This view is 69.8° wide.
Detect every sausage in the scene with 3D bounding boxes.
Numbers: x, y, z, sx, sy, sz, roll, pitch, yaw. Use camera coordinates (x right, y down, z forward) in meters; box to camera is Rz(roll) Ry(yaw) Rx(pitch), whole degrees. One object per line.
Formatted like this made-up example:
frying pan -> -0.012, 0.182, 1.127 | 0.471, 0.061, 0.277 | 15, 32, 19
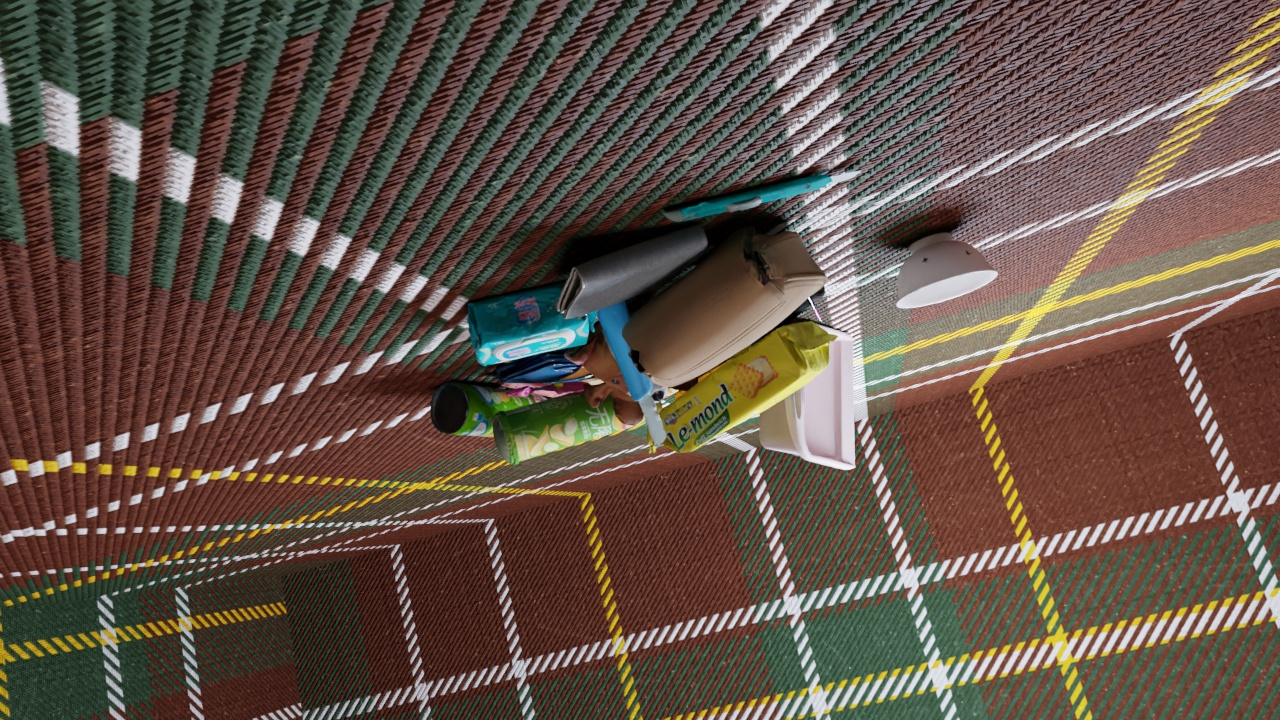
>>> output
sausage -> -0.145, 0.036, 1.257 | 0.020, 0.020, 0.155 | -22, 158, 31

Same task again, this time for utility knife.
utility knife -> 0.106, -0.142, 0.796 | 0.176, 0.013, 0.029 | -14, 169, -1
utility knife -> -0.007, 0.011, 1.001 | 0.034, 0.219, 0.018 | -26, -148, -11

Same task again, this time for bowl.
bowl -> 0.351, -0.112, 1.082 | 0.118, 0.064, 0.118 | -13, 168, -3

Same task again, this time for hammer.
hammer -> 0.150, -0.028, 1.226 | 0.128, 0.033, 0.302 | -41, 177, -34

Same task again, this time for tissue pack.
tissue pack -> -0.109, -0.037, 0.940 | 0.133, 0.050, 0.093 | -13, 167, -5

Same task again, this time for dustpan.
dustpan -> 0.281, 0.055, 1.388 | 0.273, 0.222, 0.139 | 3, 172, -32

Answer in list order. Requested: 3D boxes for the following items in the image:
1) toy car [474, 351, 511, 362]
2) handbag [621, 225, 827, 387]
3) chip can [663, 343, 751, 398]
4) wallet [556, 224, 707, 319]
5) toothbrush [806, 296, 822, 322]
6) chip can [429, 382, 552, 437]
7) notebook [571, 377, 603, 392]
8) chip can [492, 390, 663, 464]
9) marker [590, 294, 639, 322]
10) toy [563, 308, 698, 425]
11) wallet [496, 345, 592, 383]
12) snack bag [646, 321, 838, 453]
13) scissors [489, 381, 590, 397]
toy car -> -0.134, -0.021, 1.022 | 0.106, 0.031, 0.049 | -18, 166, 13
handbag -> 0.077, -0.055, 0.917 | 0.205, 0.099, 0.147 | -37, 168, 22
chip can -> 0.065, -0.009, 1.209 | 0.073, 0.073, 0.217 | -8, 167, -26
wallet -> -0.013, -0.085, 0.861 | 0.129, 0.037, 0.107 | -22, 172, -21
toothbrush -> 0.190, -0.084, 1.054 | 0.018, 0.014, 0.189 | -26, 151, 13
chip can -> -0.179, 0.075, 1.268 | 0.072, 0.072, 0.235 | -22, 161, 32
notebook -> -0.127, 0.055, 1.424 | 0.207, 0.008, 0.148 | -10, 167, -17
chip can -> -0.083, 0.074, 1.200 | 0.221, 0.072, 0.073 | -15, 169, -17
marker -> -0.051, -0.053, 1.013 | 0.022, 0.018, 0.131 | 28, 142, -35
toy -> -0.006, 0.006, 1.084 | 0.140, 0.130, 0.200 | -34, 152, -4
wallet -> -0.102, 0.008, 1.183 | 0.107, 0.040, 0.132 | -19, 168, 41
snack bag -> 0.127, 0.038, 1.146 | 0.247, 0.068, 0.157 | -36, 170, 22
scissors -> -0.131, 0.037, 1.177 | 0.133, 0.017, 0.134 | -4, -177, 11
